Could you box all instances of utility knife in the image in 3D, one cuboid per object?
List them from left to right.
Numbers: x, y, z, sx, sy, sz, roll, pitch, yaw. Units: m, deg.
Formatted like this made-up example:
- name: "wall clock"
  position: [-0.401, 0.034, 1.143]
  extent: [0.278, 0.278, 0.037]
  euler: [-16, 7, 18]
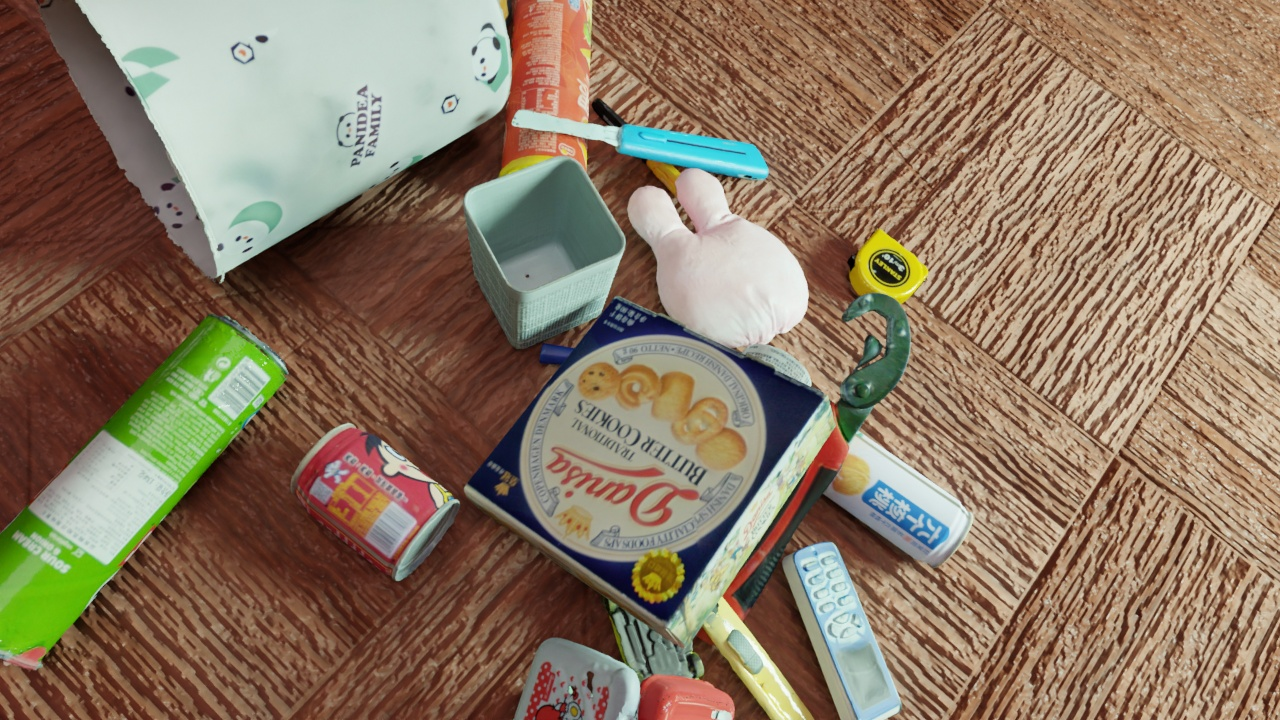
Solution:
- name: "utility knife"
  position: [0.005, -0.174, 0.737]
  extent: [0.234, 0.018, 0.034]
  euler: [2, 65, -30]
- name: "utility knife"
  position: [0.064, 0.193, 0.619]
  extent: [0.030, 0.021, 0.201]
  euler: [-35, 82, -38]

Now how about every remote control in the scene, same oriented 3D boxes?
- name: "remote control"
  position: [0.137, 0.190, 0.635]
  extent: [0.049, 0.024, 0.125]
  euler: [-5, 66, -39]

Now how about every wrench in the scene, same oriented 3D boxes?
- name: "wrench"
  position: [0.114, 0.077, 0.641]
  extent: [0.056, 0.016, 0.273]
  euler: [29, 88, 4]

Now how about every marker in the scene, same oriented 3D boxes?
- name: "marker"
  position: [-0.004, 0.004, 0.703]
  extent: [0.146, 0.017, 0.016]
  euler: [8, 66, -5]
- name: "marker"
  position: [0.001, -0.180, 0.782]
  extent: [0.015, 0.018, 0.124]
  euler: [-37, 75, -26]

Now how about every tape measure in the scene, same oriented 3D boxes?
- name: "tape measure"
  position: [0.201, -0.072, 0.760]
  extent: [0.060, 0.029, 0.057]
  euler: [40, 66, 9]

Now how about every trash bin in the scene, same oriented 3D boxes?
- name: "trash bin"
  position: [-0.247, -0.213, 0.656]
  extent: [0.251, 0.230, 0.229]
  euler: [-34, 76, -26]

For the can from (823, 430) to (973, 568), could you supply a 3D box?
- name: "can"
  position: [0.172, 0.092, 0.671]
  extent: [0.134, 0.053, 0.053]
  euler: [35, 66, 7]

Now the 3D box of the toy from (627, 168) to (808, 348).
- name: "toy"
  position: [0.061, -0.081, 0.728]
  extent: [0.121, 0.054, 0.159]
  euler: [-25, 75, -25]

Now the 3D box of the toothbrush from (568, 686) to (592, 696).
- name: "toothbrush"
  position: [0.044, 0.258, 0.597]
  extent: [0.224, 0.027, 0.027]
  euler: [19, 44, 0]

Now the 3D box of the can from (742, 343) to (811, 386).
- name: "can"
  position: [0.068, 0.059, 0.667]
  extent: [0.058, 0.058, 0.146]
  euler: [32, 66, 5]

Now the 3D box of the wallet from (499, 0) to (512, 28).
- name: "wallet"
  position: [-0.126, -0.298, 0.751]
  extent: [0.037, 0.130, 0.106]
  euler: [9, 66, 0]

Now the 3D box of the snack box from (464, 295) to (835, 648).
- name: "snack box"
  position: [0.005, 0.064, 0.615]
  extent: [0.178, 0.046, 0.182]
  euler: [27, 71, 31]

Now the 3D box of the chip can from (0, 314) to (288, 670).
- name: "chip can"
  position: [-0.331, 0.078, 0.592]
  extent: [0.072, 0.072, 0.235]
  euler: [32, 66, 5]

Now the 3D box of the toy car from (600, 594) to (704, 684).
- name: "toy car"
  position: [0.005, 0.184, 0.617]
  extent: [0.048, 0.032, 0.105]
  euler: [-14, 70, -21]

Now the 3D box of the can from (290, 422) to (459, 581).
- name: "can"
  position: [-0.177, 0.092, 0.611]
  extent: [0.094, 0.067, 0.066]
  euler: [36, 66, 7]

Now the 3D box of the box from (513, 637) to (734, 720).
- name: "box"
  position: [-0.030, 0.281, 0.553]
  extent: [0.110, 0.100, 0.201]
  euler: [26, 75, -41]

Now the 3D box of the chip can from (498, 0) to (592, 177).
- name: "chip can"
  position: [-0.077, -0.230, 0.762]
  extent: [0.073, 0.073, 0.216]
  euler: [3, 67, -8]

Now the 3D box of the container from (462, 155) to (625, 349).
- name: "container"
  position: [-0.073, -0.072, 0.673]
  extent: [0.090, 0.112, 0.090]
  euler: [-24, 72, -18]
